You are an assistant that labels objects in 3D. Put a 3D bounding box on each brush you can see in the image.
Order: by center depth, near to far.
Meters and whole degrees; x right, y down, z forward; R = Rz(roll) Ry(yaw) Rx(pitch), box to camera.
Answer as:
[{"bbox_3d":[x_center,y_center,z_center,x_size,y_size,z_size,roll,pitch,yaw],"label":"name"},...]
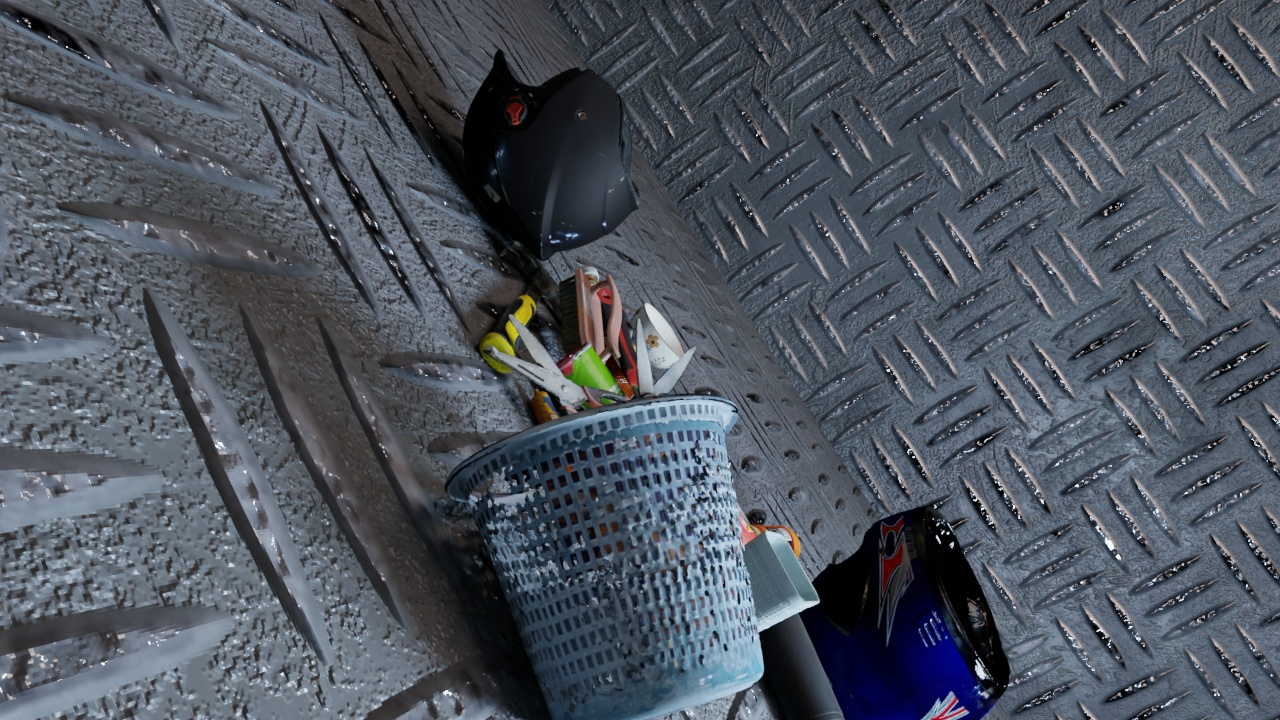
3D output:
[{"bbox_3d":[-0.058,-0.046,1.107,0.145,0.073,0.063,-98,165,-45],"label":"brush"}]

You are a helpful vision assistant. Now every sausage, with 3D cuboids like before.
[{"bbox_3d":[-0.078,0.095,0.925,0.021,0.021,0.165,33,26,-59],"label":"sausage"}]

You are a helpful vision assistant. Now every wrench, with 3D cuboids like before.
[{"bbox_3d":[-0.007,0.007,1.133,0.056,0.016,0.273,2,48,-36],"label":"wrench"}]

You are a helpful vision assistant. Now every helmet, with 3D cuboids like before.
[{"bbox_3d":[-0.123,-0.272,1.213,0.274,0.230,0.233,42,2,2],"label":"helmet"},{"bbox_3d":[0.329,0.359,1.223,0.247,0.241,0.314,51,24,-22],"label":"helmet"}]

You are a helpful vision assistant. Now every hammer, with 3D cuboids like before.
[{"bbox_3d":[-0.138,-0.060,1.068,0.126,0.032,0.322,53,14,-13],"label":"hammer"}]

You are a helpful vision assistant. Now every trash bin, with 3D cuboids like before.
[{"bbox_3d":[-0.011,0.154,0.663,0.226,0.227,0.195,27,44,-64],"label":"trash bin"}]

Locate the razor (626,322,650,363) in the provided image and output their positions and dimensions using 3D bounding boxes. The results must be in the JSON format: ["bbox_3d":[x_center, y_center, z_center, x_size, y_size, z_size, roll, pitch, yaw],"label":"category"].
[{"bbox_3d":[-0.019,-0.011,1.317,0.062,0.067,0.167,26,-4,20],"label":"razor"}]

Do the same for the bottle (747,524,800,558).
[{"bbox_3d":[0.178,0.267,1.338,0.149,0.067,0.066,26,32,-51],"label":"bottle"}]

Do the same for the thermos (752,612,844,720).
[{"bbox_3d":[0.180,0.374,1.093,0.090,0.068,0.242,90,-16,-49],"label":"thermos"}]

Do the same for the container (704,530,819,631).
[{"bbox_3d":[0.127,0.262,1.047,0.090,0.111,0.090,62,14,24],"label":"container"}]

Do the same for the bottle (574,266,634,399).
[{"bbox_3d":[-0.052,-0.039,1.214,0.059,0.060,0.205,39,27,-51],"label":"bottle"}]

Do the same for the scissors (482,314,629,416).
[{"bbox_3d":[-0.061,0.047,0.930,0.188,0.015,0.226,-3,65,-42],"label":"scissors"}]

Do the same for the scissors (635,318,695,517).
[{"bbox_3d":[0.003,0.067,0.996,0.228,0.022,0.221,-20,86,-35],"label":"scissors"}]

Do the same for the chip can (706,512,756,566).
[{"bbox_3d":[0.065,0.171,1.140,0.216,0.073,0.073,52,14,-12],"label":"chip can"}]

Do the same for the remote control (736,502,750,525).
[{"bbox_3d":[0.124,0.201,1.379,0.125,0.024,0.049,59,14,13],"label":"remote control"}]

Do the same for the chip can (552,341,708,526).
[{"bbox_3d":[-0.018,0.093,1.032,0.236,0.072,0.072,54,13,-6],"label":"chip can"}]

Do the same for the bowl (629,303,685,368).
[{"bbox_3d":[0.018,-0.030,1.479,0.113,0.062,0.113,51,12,-16],"label":"bowl"}]
